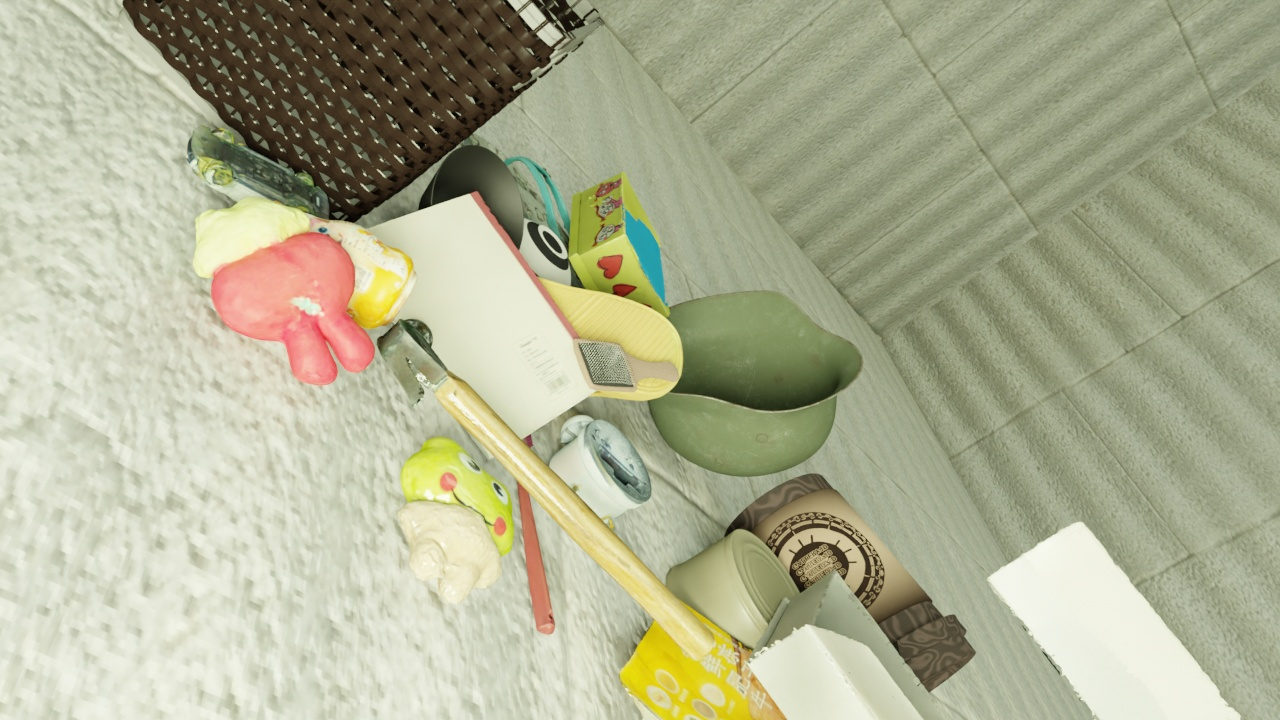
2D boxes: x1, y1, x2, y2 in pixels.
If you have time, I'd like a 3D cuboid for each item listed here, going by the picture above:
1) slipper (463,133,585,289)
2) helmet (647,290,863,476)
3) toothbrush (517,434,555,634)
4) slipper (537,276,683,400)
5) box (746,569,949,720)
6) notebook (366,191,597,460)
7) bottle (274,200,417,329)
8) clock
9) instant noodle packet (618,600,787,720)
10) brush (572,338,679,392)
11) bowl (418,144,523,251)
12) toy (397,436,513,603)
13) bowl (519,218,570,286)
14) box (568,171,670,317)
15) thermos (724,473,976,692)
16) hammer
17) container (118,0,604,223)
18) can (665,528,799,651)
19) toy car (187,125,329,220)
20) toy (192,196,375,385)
[{"bbox_3d":[-0.107,-0.175,1.114,0.269,0.055,0.098,52,16,-8],"label":"slipper"},{"bbox_3d":[0.117,0.042,1.017,0.226,0.268,0.154,-47,131,-46],"label":"helmet"},{"bbox_3d":[-0.082,0.120,0.692,0.016,0.016,0.189,39,23,-39],"label":"toothbrush"},{"bbox_3d":[-0.078,-0.018,0.854,0.263,0.079,0.099,19,53,-31],"label":"slipper"},{"bbox_3d":[0.157,0.249,0.600,0.166,0.108,0.418,53,4,8],"label":"box"},{"bbox_3d":[-0.131,-0.037,0.761,0.152,0.012,0.208,-32,87,-46],"label":"notebook"},{"bbox_3d":[-0.214,-0.069,0.642,0.109,0.063,0.063,32,25,-20],"label":"bottle"},{"bbox_3d":[-0.034,0.090,0.797,0.083,0.057,0.117,45,20,-22],"label":"clock"},{"bbox_3d":[0.075,0.290,0.690,0.221,0.084,0.162,49,18,5],"label":"instant noodle packet"},{"bbox_3d":[-0.005,0.005,0.829,0.135,0.015,0.050,6,56,-50],"label":"brush"},{"bbox_3d":[-0.168,-0.134,0.853,0.123,0.053,0.124,-2,93,-58],"label":"bowl"},{"bbox_3d":[-0.119,0.104,0.589,0.092,0.043,0.117,47,20,-21],"label":"toy"},{"bbox_3d":[-0.113,-0.102,0.937,0.120,0.066,0.120,46,20,-22],"label":"bowl"},{"bbox_3d":[-0.027,-0.129,1.099,0.124,0.079,0.220,60,15,-28],"label":"box"},{"bbox_3d":[0.197,0.242,0.929,0.172,0.173,0.226,24,28,-56],"label":"thermos"},{"bbox_3d":[-0.063,0.097,0.661,0.330,0.033,0.132,47,-4,-10],"label":"hammer"},{"bbox_3d":[-0.212,-0.283,0.744,0.245,0.244,0.246,48,19,-14],"label":"container"},{"bbox_3d":[0.091,0.224,0.829,0.128,0.073,0.127,46,20,-22],"label":"can"},{"bbox_3d":[-0.271,-0.124,0.650,0.105,0.033,0.048,30,31,-40],"label":"toy car"},{"bbox_3d":[-0.221,-0.045,0.578,0.091,0.045,0.135,-41,96,-38],"label":"toy"}]
